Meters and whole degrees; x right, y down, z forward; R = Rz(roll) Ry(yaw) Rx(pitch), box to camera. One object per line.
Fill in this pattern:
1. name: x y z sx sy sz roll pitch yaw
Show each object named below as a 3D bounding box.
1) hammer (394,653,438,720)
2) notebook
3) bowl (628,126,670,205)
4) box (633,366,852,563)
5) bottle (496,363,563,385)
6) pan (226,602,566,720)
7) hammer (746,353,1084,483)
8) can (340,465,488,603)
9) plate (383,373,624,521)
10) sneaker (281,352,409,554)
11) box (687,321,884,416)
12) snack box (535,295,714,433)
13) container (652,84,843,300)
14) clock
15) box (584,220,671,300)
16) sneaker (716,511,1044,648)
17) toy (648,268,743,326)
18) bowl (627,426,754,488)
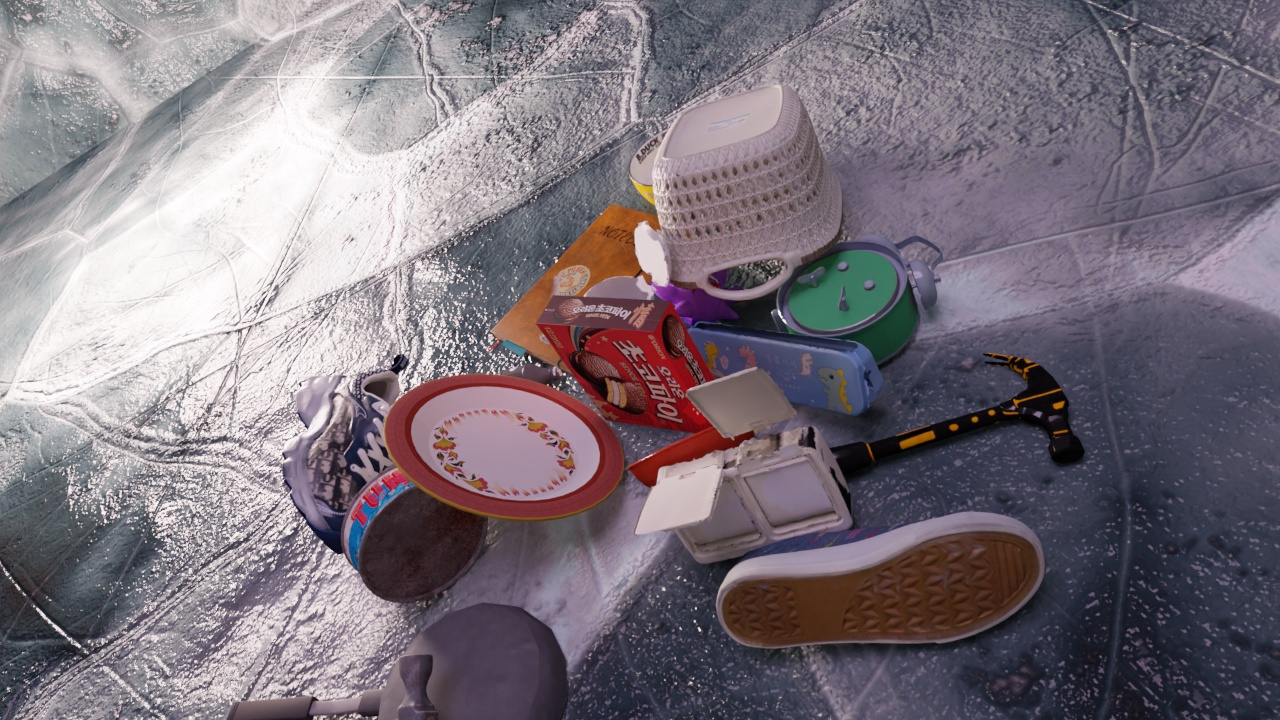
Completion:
1. hammer: -0.301 0.338 0.790 0.332 0.030 0.119 -19 63 27
2. notebook: -0.055 -0.084 1.090 0.179 0.014 0.248 23 65 43
3. bowl: 0.052 -0.229 1.122 0.117 0.068 0.117 -17 44 17
4. box: 0.073 0.104 0.710 0.146 0.185 0.095 -21 49 23
5. bottle: -0.137 0.025 1.020 0.110 0.036 0.036 -14 45 20
6. pan: -0.231 0.302 0.811 0.358 0.041 0.178 -12 46 22
7. hammer: 0.193 0.076 0.776 0.321 0.036 0.123 -18 41 13
8. can: -0.211 0.161 0.866 0.129 0.130 0.044 -45 43 -13
9. plate: -0.129 0.083 0.881 0.229 0.021 0.229 12 29 -7
10. sneaker: -0.310 0.092 1.026 0.132 0.103 0.269 -23 39 2
11. box: 0.120 0.006 0.841 0.210 0.066 0.049 10 51 47
12. snack box: -0.005 0.005 0.871 0.133 0.152 0.035 6 54 35
13. container: 0.105 -0.179 0.937 0.185 0.143 0.245 -12 28 17
14. clock: 0.210 -0.066 0.865 0.161 0.075 0.122 -36 41 -4
15. box: -0.008 -0.056 0.929 0.112 0.162 0.084 -27 49 -3
16. sneaker: 0.175 0.160 0.688 0.236 0.087 0.079 -14 11 16
17. toy: 0.061 -0.069 0.975 0.106 0.056 0.088 2 36 -13
18. bowl: 0.051 0.086 0.811 0.122 0.122 0.035 -25 82 8
